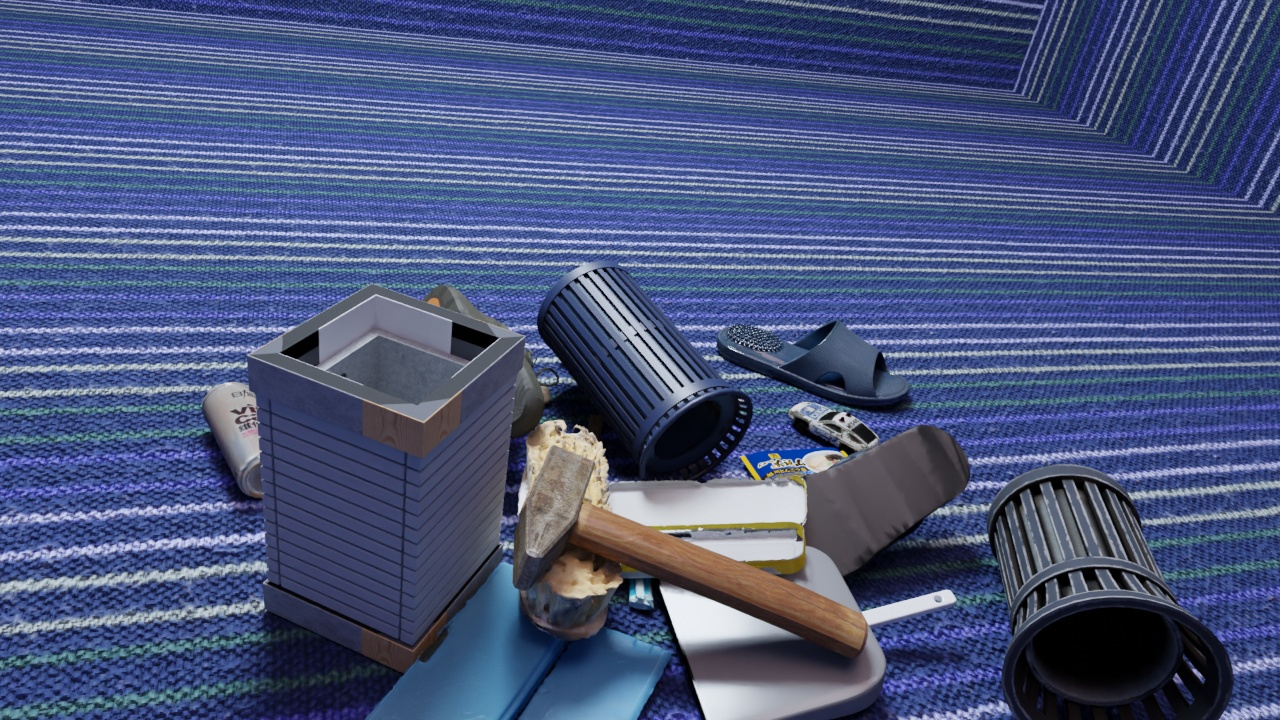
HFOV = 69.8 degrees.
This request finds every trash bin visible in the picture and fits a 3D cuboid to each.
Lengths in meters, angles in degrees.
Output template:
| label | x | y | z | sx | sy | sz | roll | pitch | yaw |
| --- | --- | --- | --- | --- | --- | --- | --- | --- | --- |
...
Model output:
| label | x | y | z | sx | sy | sz | roll | pitch | yaw |
| --- | --- | --- | --- | --- | --- | --- | --- | --- | --- |
| trash bin | -0.200 | 0.094 | 0.736 | 0.142 | 0.247 | 0.142 | 19 | 31 | 14 |
| trash bin | 0.397 | 0.207 | 0.822 | 0.164 | 0.164 | 0.226 | 14 | 27 | 7 |
| trash bin | -0.006 | 0.006 | 1.012 | 0.139 | 0.140 | 0.249 | -13 | 47 | -34 |

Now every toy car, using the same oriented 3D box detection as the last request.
| label | x | y | z | sx | sy | sz | roll | pitch | yaw |
| --- | --- | --- | --- | --- | --- | --- | --- | --- | --- |
| toy car | 0.233 | 0.078 | 1.105 | 0.113 | 0.041 | 0.048 | 28 | 33 | 29 |

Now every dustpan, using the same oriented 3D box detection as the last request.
| label | x | y | z | sx | sy | sz | roll | pitch | yaw |
| --- | --- | --- | --- | --- | --- | --- | --- | --- | --- |
| dustpan | 0.158 | 0.230 | 0.802 | 0.257 | 0.033 | 0.163 | -12 | 40 | -10 |

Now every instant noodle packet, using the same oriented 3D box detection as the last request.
| label | x | y | z | sx | sy | sz | roll | pitch | yaw |
| --- | --- | --- | --- | --- | --- | --- | --- | --- | --- |
| instant noodle packet | 0.188 | 0.128 | 1.019 | 0.134 | 0.026 | 0.087 | -1 | 29 | -19 |

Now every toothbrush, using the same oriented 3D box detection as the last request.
| label | x | y | z | sx | sy | sz | roll | pitch | yaw |
| --- | --- | --- | --- | --- | --- | --- | --- | --- | --- |
| toothbrush | -0.052 | 0.106 | 0.994 | 0.016 | 0.016 | 0.166 | 8 | 29 | -4 |

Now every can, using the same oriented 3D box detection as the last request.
| label | x | y | z | sx | sy | sz | roll | pitch | yaw |
| --- | --- | --- | --- | --- | --- | --- | --- | --- | --- |
| can | -0.385 | 0.077 | 0.901 | 0.054 | 0.054 | 0.135 | -13 | 37 | -34 |

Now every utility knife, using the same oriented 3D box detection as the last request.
| label | x | y | z | sx | sy | sz | roll | pitch | yaw |
| --- | --- | --- | --- | --- | --- | --- | --- | --- | --- |
| utility knife | 0.000 | 0.191 | 0.866 | 0.022 | 0.015 | 0.116 | -1 | 29 | 0 |

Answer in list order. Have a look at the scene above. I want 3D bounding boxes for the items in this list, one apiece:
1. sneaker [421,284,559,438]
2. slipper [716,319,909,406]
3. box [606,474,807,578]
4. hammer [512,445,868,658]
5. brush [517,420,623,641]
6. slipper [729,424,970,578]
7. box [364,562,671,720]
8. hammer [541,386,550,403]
| label | x | y | z | sx | sy | sz | roll | pitch | yaw |
| --- | --- | --- | --- | --- | --- | --- | --- | --- | --- |
| sneaker | -0.154 | 0.025 | 0.990 | 0.143 | 0.101 | 0.238 | 41 | 4 | -46 |
| slipper | 0.231 | -0.014 | 1.221 | 0.264 | 0.083 | 0.101 | 17 | 33 | 13 |
| box | 0.051 | 0.156 | 0.866 | 0.210 | 0.034 | 0.129 | -5 | 32 | 13 |
| hammer | 0.044 | 0.173 | 0.743 | 0.301 | 0.037 | 0.157 | 22 | 23 | -2 |
| brush | -0.068 | 0.143 | 0.831 | 0.083 | 0.057 | 0.270 | 10 | 25 | -10 |
| slipper | 0.210 | 0.157 | 0.935 | 0.265 | 0.084 | 0.109 | -24 | 69 | -18 |
| box | -0.092 | 0.261 | 0.703 | 0.174 | 0.034 | 0.230 | 20 | 31 | 14 |
| hammer | -0.269 | 0.032 | 1.051 | 0.331 | 0.031 | 0.119 | 6 | 28 | -14 |
